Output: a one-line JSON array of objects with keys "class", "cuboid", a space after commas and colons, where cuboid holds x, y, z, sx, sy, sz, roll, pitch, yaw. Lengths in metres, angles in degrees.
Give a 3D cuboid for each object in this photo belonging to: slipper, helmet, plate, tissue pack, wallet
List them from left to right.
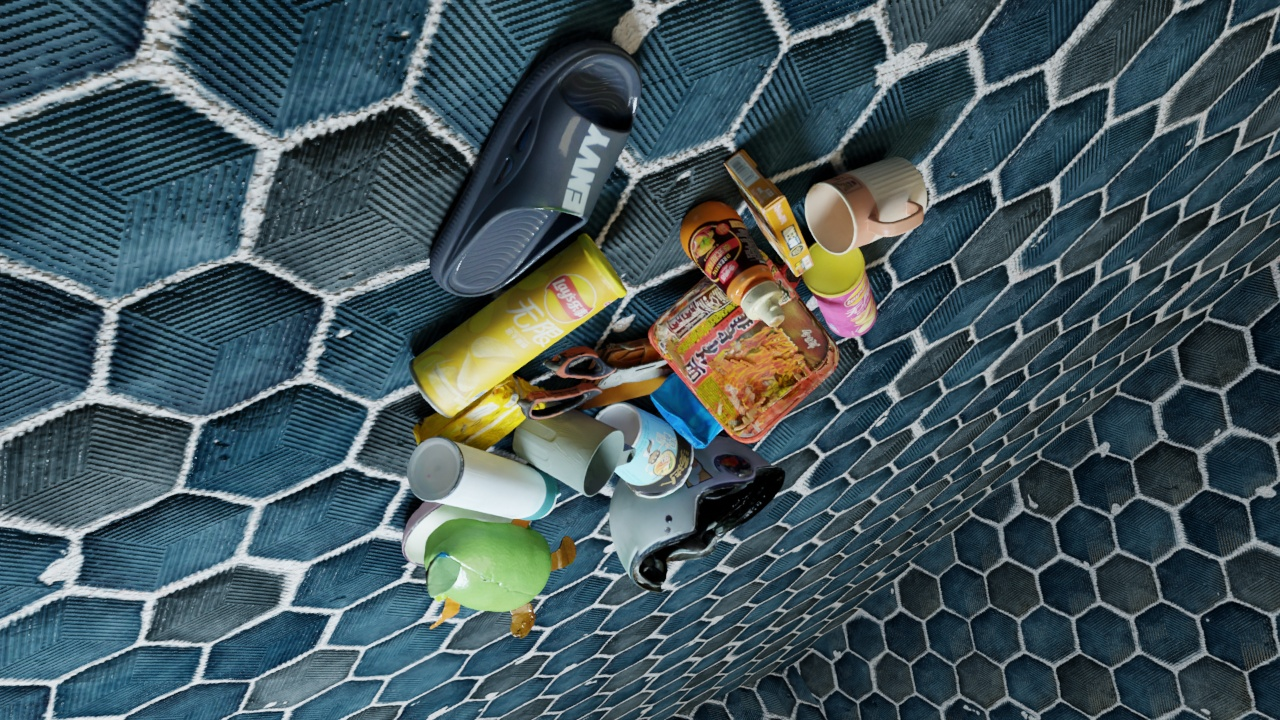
[{"class": "plate", "cuboid": [-0.217, 0.195, 1.174, 0.192, 0.039, 0.193, -24, 151, -15]}, {"class": "slipper", "cuboid": [-0.077, -0.133, 0.753, 0.110, 0.083, 0.269, 1, 139, -48]}, {"class": "wallet", "cuboid": [-0.007, 0.006, 1.098, 0.130, 0.035, 0.119, -11, 149, -38]}, {"class": "helmet", "cuboid": [0.062, 0.195, 1.331, 0.273, 0.157, 0.231, -30, 155, -29]}, {"class": "tissue pack", "cuboid": [0.077, 0.046, 1.126, 0.052, 0.095, 0.156, -51, 169, 29]}]

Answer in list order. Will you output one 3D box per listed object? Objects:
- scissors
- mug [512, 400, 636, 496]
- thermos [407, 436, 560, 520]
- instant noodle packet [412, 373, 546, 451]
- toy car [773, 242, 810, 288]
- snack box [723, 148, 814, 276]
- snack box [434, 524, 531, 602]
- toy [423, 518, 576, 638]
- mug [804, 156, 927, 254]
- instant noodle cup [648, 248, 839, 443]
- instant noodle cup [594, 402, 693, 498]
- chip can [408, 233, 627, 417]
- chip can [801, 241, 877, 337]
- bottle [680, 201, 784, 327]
[{"class": "scissors", "cuboid": [-0.038, 0.013, 1.017, 0.201, 0.015, 0.206, -36, 151, -6]}, {"class": "mug", "cuboid": [-0.075, 0.097, 1.078, 0.123, 0.103, 0.084, -3, 115, -66]}, {"class": "thermos", "cuboid": [-0.168, 0.139, 1.025, 0.073, 0.073, 0.224, -37, 154, 9]}, {"class": "instant noodle packet", "cuboid": [-0.173, 0.059, 0.999, 0.128, 0.044, 0.110, -35, 158, 12]}, {"class": "toy car", "cuboid": [0.171, -0.099, 1.105, 0.049, 0.031, 0.107, -3, 138, -44]}, {"class": "snack box", "cuboid": [0.135, -0.148, 0.941, 0.026, 0.075, 0.153, -36, 151, 6]}, {"class": "snack box", "cuboid": [-0.217, 0.276, 1.270, 0.156, 0.026, 0.086, -26, -172, -11]}, {"class": "toy", "cuboid": [-0.183, 0.262, 1.166, 0.227, 0.090, 0.246, -51, 140, -2]}, {"class": "mug", "cuboid": [0.256, -0.166, 0.998, 0.105, 0.114, 0.082, -23, 123, -21]}, {"class": "instant noodle cup", "cuboid": [0.117, -0.019, 1.052, 0.164, 0.189, 0.079, -41, -168, -2]}, {"class": "instant noodle cup", "cuboid": [-0.005, 0.111, 1.192, 0.111, 0.111, 0.120, -38, 144, 10]}, {"class": "chip can", "cuboid": [-0.118, -0.033, 0.879, 0.213, 0.072, 0.072, -35, 152, 6]}, {"class": "chip can", "cuboid": [0.249, -0.084, 1.132, 0.071, 0.071, 0.210, -36, 159, 8]}, {"class": "bottle", "cuboid": [0.097, -0.092, 0.915, 0.066, 0.149, 0.067, -24, 151, -15]}]
